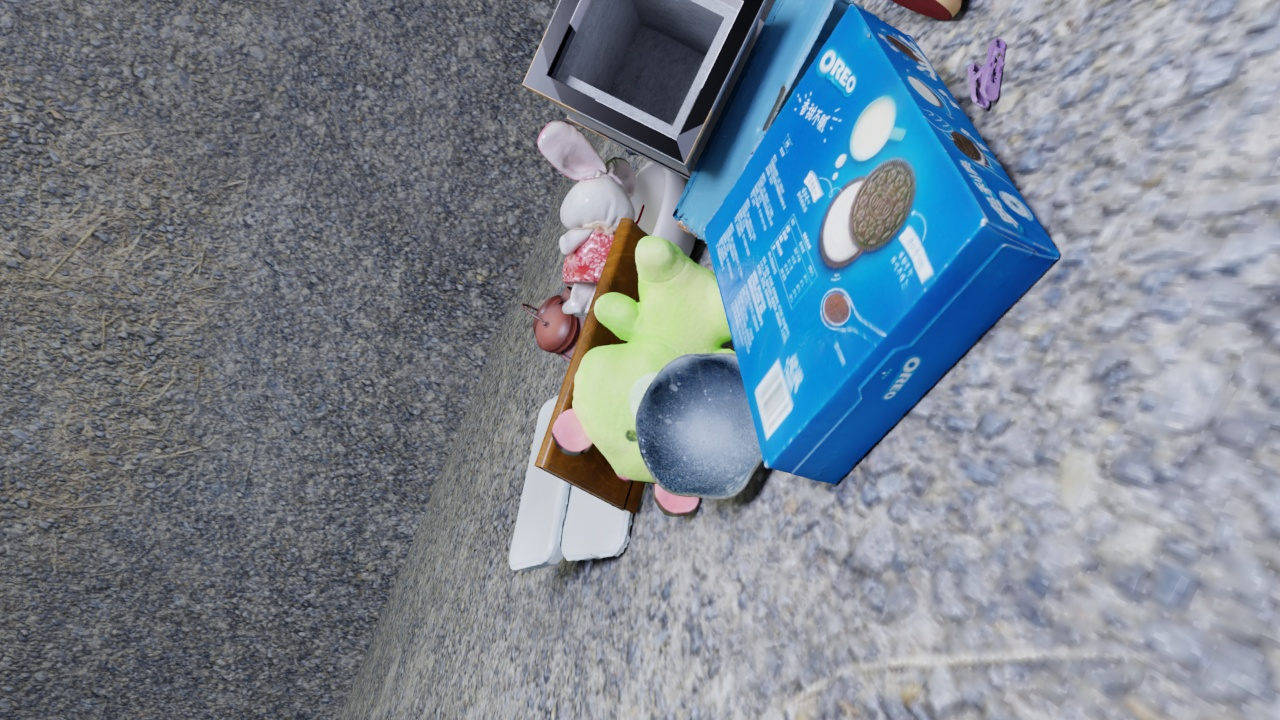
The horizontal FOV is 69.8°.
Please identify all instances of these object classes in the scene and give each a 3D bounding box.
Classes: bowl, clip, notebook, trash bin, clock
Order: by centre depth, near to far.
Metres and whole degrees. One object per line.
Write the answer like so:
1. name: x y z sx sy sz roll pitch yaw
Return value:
1. clip: 0.215 -0.179 0.563 0.043 0.014 0.051 -57 15 28
2. bowl: 0.055 0.050 0.677 0.055 0.110 0.110 19 -86 -60
3. trash bin: 0.012 -0.264 0.826 0.142 0.142 0.246 -64 -1 9
4. notebook: -0.006 0.006 0.857 0.014 0.178 0.249 9 73 32
5. bowl: 0.015 -0.136 1.041 0.177 0.066 0.176 -50 29 40
6. clock: -0.066 -0.035 1.081 0.072 0.157 0.120 -60 15 7

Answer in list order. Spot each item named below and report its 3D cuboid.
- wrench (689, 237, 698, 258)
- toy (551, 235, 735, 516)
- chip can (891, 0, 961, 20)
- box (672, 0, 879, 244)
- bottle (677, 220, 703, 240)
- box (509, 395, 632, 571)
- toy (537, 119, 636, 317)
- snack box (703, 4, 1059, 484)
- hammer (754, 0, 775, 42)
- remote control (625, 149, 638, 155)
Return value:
1. wrench: 0.046 -0.102 1.053 0.073 0.018 0.273 -7 63 71
2. toy: 0.019 0.008 0.758 0.197 0.150 0.107 -63 -2 12
3. chip can: 0.229 -0.350 0.619 0.214 0.087 0.087 -63 15 16
4. box: 0.122 -0.198 0.771 0.232 0.094 0.111 -62 17 15
5. bottle: 0.096 -0.199 0.928 0.166 0.059 0.059 -65 15 12
6. box: -0.067 0.118 0.978 0.192 0.045 0.209 -18 52 45
7. toy: -0.049 -0.142 0.974 0.084 0.159 0.194 -3 82 34
8. snack box: 0.125 -0.076 0.569 0.196 0.056 0.238 -56 29 37
9. hammer: 0.115 -0.374 1.040 0.156 0.043 0.323 -47 11 -12
10. remote control: 0.051 -0.248 1.048 0.022 0.150 0.047 55 132 27
